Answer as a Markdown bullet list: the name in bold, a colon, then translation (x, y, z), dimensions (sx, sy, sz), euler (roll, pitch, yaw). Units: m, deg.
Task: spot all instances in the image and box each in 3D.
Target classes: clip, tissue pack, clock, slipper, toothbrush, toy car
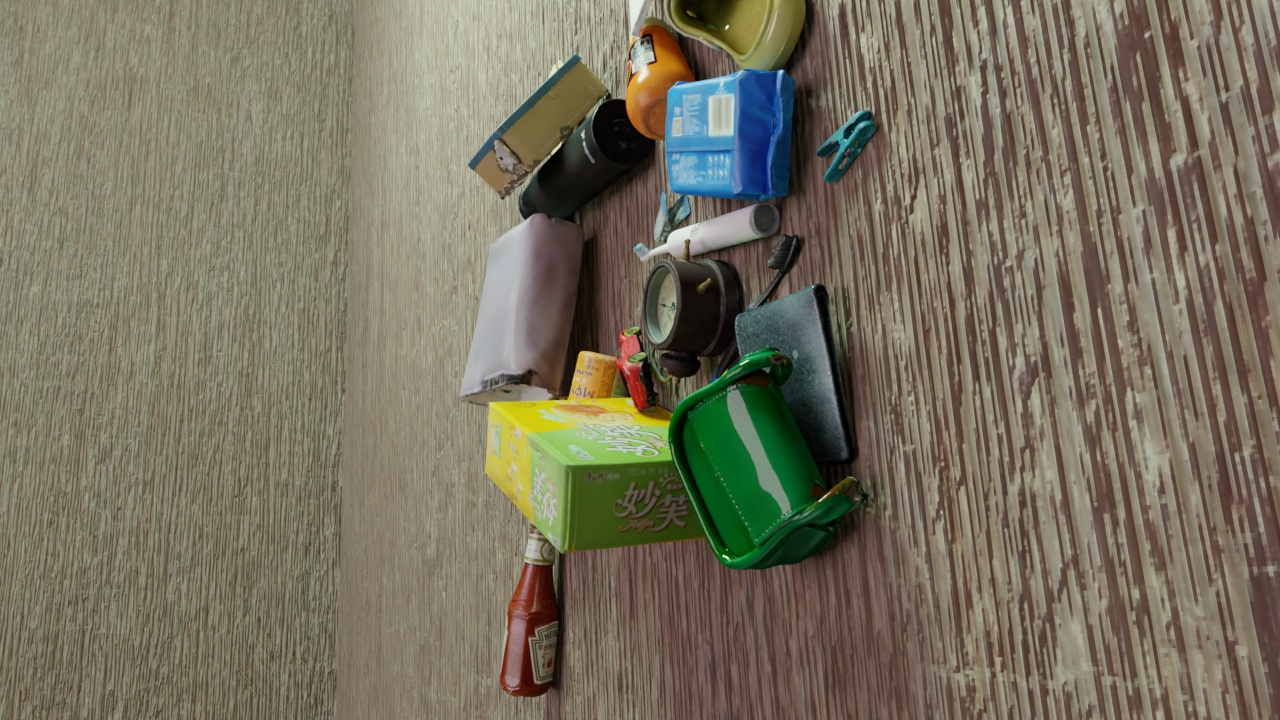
- **clip**: translation (0.139, -0.146, 0.620), dimensions (0.056, 0.013, 0.039), euler (132, 135, -54)
- **tissue pack**: translation (0.068, -0.174, 0.719), dimensions (0.157, 0.052, 0.095), euler (-156, 65, -63)
- **clock**: translation (0.036, -0.035, 0.769), dimensions (0.082, 0.055, 0.122), euler (-114, 35, -44)
- **slipper**: translation (0.062, -0.296, 0.727), dimensions (0.092, 0.081, 0.190), euler (-64, 36, 34)
- **clip**: translation (0.025, -0.130, 0.849), dimensions (0.058, 0.045, 0.027), euler (120, 143, -52)
- **toothbrush**: translation (0.047, -0.104, 0.789), dimensions (0.026, 0.026, 0.221), euler (-50, 18, -18)
- **toothbrush**: translation (0.079, -0.024, 0.725), dimensions (0.014, 0.016, 0.190), euler (-104, 29, -44)
- **toy car**: translation (-0.005, 0.005, 0.842), dimensions (0.106, 0.031, 0.049), euler (-98, -7, -65)

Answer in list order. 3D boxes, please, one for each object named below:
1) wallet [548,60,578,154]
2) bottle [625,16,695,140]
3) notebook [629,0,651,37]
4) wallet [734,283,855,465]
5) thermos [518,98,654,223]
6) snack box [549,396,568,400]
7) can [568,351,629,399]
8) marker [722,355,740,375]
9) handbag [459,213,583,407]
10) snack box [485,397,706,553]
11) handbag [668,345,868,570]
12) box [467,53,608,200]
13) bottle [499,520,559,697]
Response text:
- **wallet**: translation (-0.100, -0.308, 1.127), dimensions (0.087, 0.024, 0.115), euler (-62, 34, 39)
- **bottle**: translation (0.015, -0.270, 0.847), dimensions (0.067, 0.066, 0.149), euler (122, 149, -45)
- **notebook**: translation (0.018, -0.418, 0.856), dimensions (0.208, 0.012, 0.151), euler (-91, 22, -43)
- **wallet**: translation (0.107, 0.015, 0.644), dimensions (0.097, 0.019, 0.121), euler (-20, 80, 63)
- **thermos**: translation (-0.061, -0.194, 0.998), dimensions (0.090, 0.068, 0.243), euler (60, 154, -4)
- **snack box**: translation (-0.071, 0.083, 1.003), dimensions (0.141, 0.033, 0.087), euler (177, 97, -66)
- **can**: translation (-0.048, 0.066, 0.904), dimensions (0.058, 0.058, 0.146), euler (12, 89, 64)
- **marker**: translation (0.081, 0.005, 0.720), dimensions (0.124, 0.015, 0.018), euler (-55, 44, 42)
- **handbag**: translation (-0.125, -0.049, 1.032), dimensions (0.145, 0.098, 0.196), euler (-26, 53, 62)
- **snack box**: translation (-0.026, 0.086, 0.764), dimensions (0.210, 0.157, 0.070), euler (-157, 69, -63)
- **handbag**: translation (0.085, 0.070, 0.623), dimensions (0.120, 0.067, 0.131), euler (-48, 55, 46)
- **box**: translation (-0.106, -0.258, 0.995), dimensions (0.090, 0.059, 0.183), euler (-30, 23, 50)
- **bottle**: translation (-0.121, 0.276, 1.051), dimensions (0.060, 0.059, 0.206), euler (2, 85, 64)
